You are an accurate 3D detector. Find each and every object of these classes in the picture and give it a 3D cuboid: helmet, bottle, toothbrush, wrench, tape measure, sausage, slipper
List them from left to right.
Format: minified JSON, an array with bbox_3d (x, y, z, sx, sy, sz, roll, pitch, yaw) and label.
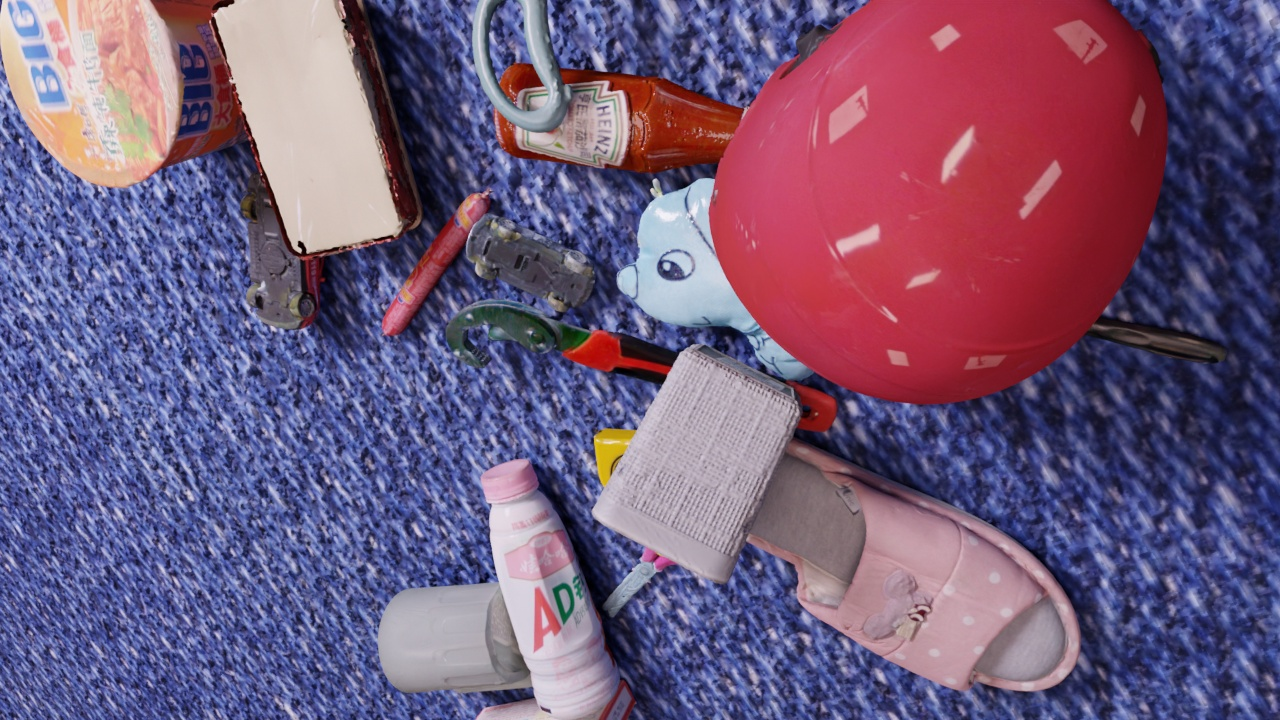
[{"bbox_3d":[-0.150,-0.068,0.663,0.020,0.020,0.156,44,119,1],"label":"sausage"},{"bbox_3d":[-0.074,0.173,0.702,0.068,0.068,0.197,-12,103,25],"label":"bottle"},{"bbox_3d":[-0.004,0.004,0.619,0.273,0.016,0.056,12,124,10],"label":"wrench"},{"bbox_3d":[-0.001,0.075,0.653,0.060,0.028,0.057,1,110,22],"label":"tape measure"},{"bbox_3d":[0.016,-0.138,0.546,0.206,0.059,0.060,10,114,12],"label":"bottle"},{"bbox_3d":[0.152,0.131,0.598,0.274,0.054,0.114,31,119,10],"label":"slipper"},{"bbox_3d":[0.151,-0.082,0.444,0.207,0.143,0.240,35,108,-4],"label":"helmet"},{"bbox_3d":[0.236,-0.024,0.525,0.181,0.018,0.016,15,112,15],"label":"toothbrush"}]

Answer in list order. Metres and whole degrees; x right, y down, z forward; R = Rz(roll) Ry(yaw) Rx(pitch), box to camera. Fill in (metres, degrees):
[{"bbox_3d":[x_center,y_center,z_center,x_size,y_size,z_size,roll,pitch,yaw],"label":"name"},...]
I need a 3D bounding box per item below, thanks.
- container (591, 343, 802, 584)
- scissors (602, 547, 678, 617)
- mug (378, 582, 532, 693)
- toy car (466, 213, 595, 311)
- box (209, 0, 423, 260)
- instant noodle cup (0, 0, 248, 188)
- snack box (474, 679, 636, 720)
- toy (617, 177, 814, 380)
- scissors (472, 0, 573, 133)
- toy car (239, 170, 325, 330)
[{"bbox_3d":[0.040,0.056,0.559,0.090,0.090,0.114,26,98,5],"label":"container"},{"bbox_3d":[0.009,0.158,0.692,0.063,0.017,0.135,29,123,-4],"label":"scissors"},{"bbox_3d":[-0.135,0.235,0.751,0.104,0.083,0.124,-13,132,25],"label":"mug"},{"bbox_3d":[-0.073,-0.068,0.623,0.090,0.034,0.043,24,120,-4],"label":"toy car"},{"bbox_3d":[-0.208,-0.157,0.603,0.091,0.079,0.168,-13,107,1],"label":"box"},{"bbox_3d":[-0.333,-0.203,0.631,0.151,0.111,0.151,8,113,19],"label":"instant noodle cup"},{"bbox_3d":[-0.085,0.307,0.751,0.156,0.076,0.027,-22,101,28],"label":"snack box"},{"bbox_3d":[0.066,-0.053,0.564,0.162,0.049,0.156,-24,104,26],"label":"toy"},{"bbox_3d":[-0.019,-0.210,0.509,0.170,0.019,0.173,4,94,5],"label":"scissors"},{"bbox_3d":[-0.264,-0.082,0.688,0.053,0.045,0.121,14,109,18],"label":"toy car"}]
